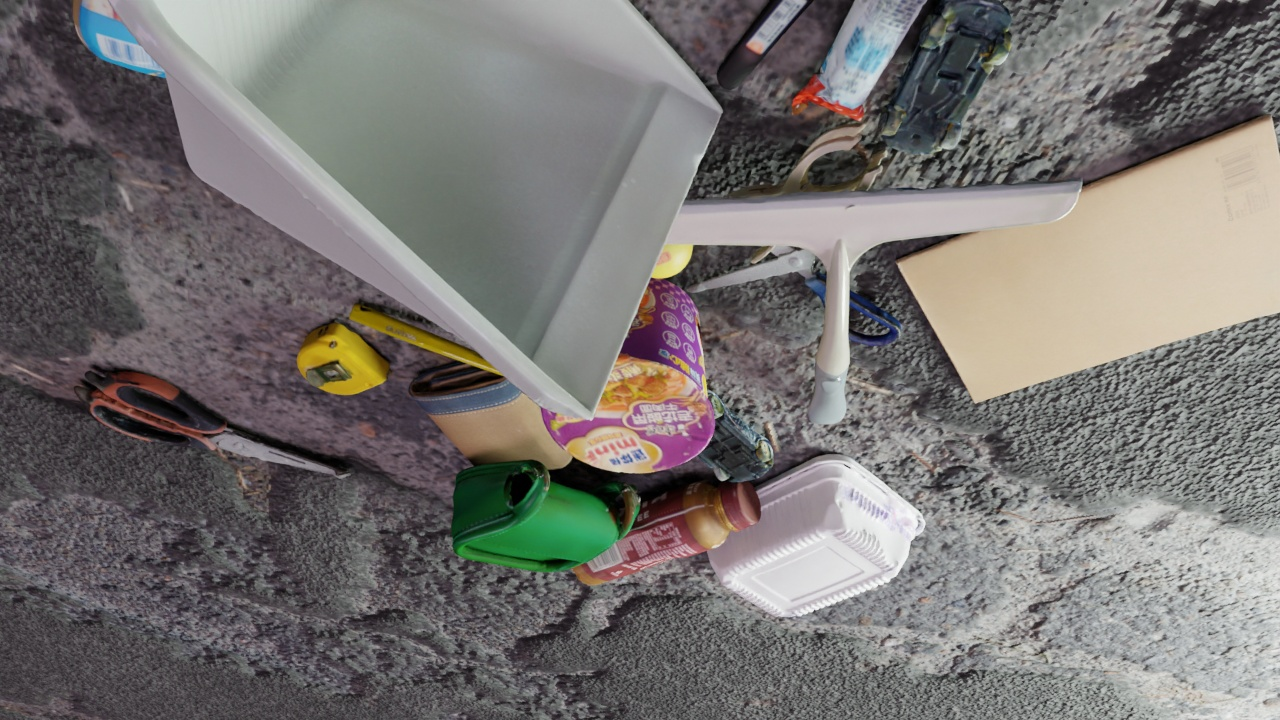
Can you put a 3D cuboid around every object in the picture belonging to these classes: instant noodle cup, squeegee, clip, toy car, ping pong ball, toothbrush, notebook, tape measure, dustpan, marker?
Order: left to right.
[{"bbox_3d":[-0.226,0.003,0.685,0.057,0.028,0.060,-20,130,26],"label":"tape measure"},{"bbox_3d":[-0.086,-0.142,0.385,0.257,0.222,0.143,24,147,-3],"label":"dustpan"},{"bbox_3d":[-0.115,-0.004,0.653,0.190,0.015,0.017,21,130,-1],"label":"toothbrush"},{"bbox_3d":[-0.004,0.004,0.609,0.111,0.099,0.112,4,137,4],"label":"instant noodle cup"},{"bbox_3d":[0.012,-0.071,0.570,0.040,0.040,0.040,3,137,3],"label":"ping pong ball"},{"bbox_3d":[0.060,0.057,0.706,0.049,0.031,0.105,-27,126,31],"label":"toy car"},{"bbox_3d":[0.078,-0.184,0.464,0.018,0.015,0.124,24,137,-21],"label":"marker"},{"bbox_3d":[0.092,-0.099,0.531,0.101,0.034,0.076,-31,106,36],"label":"clip"},{"bbox_3d":[0.142,0.162,0.788,0.138,0.060,0.174,36,128,-27],"label":"instant noodle cup"},{"bbox_3d":[0.122,-0.010,0.586,0.246,0.039,0.247,-1,147,7],"label":"squeegee"},{"bbox_3d":[0.156,-0.148,0.477,0.043,0.034,0.091,9,139,-6],"label":"toy car"},{"bbox_3d":[0.291,-0.051,0.580,0.212,0.012,0.149,-21,129,26],"label":"notebook"}]

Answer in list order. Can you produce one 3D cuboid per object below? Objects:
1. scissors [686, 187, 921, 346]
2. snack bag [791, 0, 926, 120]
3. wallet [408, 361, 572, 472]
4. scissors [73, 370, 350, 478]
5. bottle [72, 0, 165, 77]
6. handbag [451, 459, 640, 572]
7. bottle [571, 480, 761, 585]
[{"bbox_3d":[0.113,-0.061,0.586,0.176,0.012,0.162,-22,127,32],"label":"scissors"},{"bbox_3d":[0.116,-0.165,0.469,0.045,0.026,0.106,13,137,-14],"label":"snack bag"},{"bbox_3d":[-0.115,0.048,0.718,0.090,0.033,0.115,-10,135,21],"label":"wallet"},{"bbox_3d":[-0.347,0.055,0.764,0.210,0.015,0.177,-4,135,11],"label":"scissors"},{"bbox_3d":[-0.173,-0.156,0.486,0.218,0.065,0.065,17,136,-12],"label":"bottle"},{"bbox_3d":[-0.079,0.121,0.742,0.120,0.067,0.131,-27,144,33],"label":"handbag"},{"bbox_3d":[0.018,0.144,0.784,0.175,0.057,0.057,-23,129,28],"label":"bottle"}]
